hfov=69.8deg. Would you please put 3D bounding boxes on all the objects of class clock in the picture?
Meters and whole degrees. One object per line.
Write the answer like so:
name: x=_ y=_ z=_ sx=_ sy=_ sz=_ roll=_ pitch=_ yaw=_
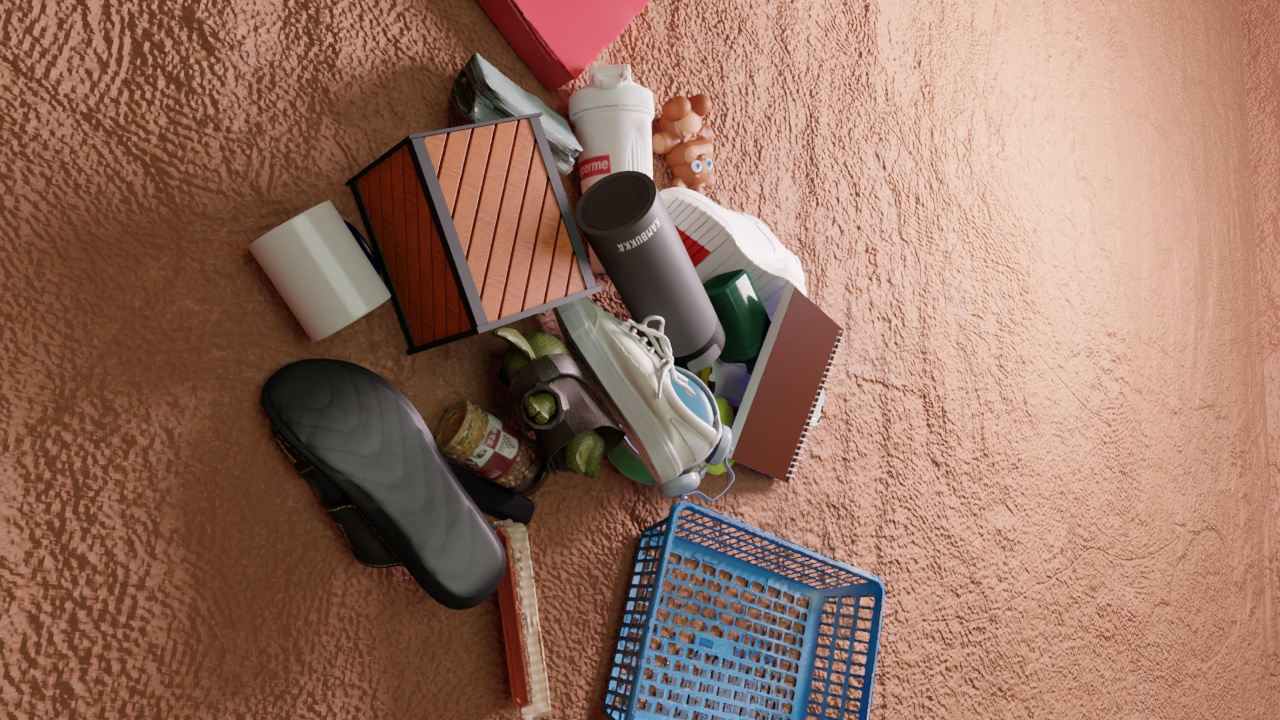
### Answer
clock: x=0.033 y=0.085 z=0.997 sx=0.161 sy=0.076 sz=0.121 roll=46 pitch=61 yaw=4

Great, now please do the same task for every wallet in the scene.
wallet: x=-0.125 y=-0.249 z=0.941 sx=0.131 sy=0.054 sz=0.100 roll=25 pitch=28 yaw=-33

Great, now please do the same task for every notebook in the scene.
notebook: x=0.179 y=0.036 z=1.110 sx=0.171 sy=0.022 sz=0.209 roll=28 pitch=82 yaw=-54

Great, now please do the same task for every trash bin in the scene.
trash bin: x=-0.156 y=-0.116 z=0.857 sx=0.139 sy=0.140 sz=0.172 roll=-23 pitch=97 yaw=-39

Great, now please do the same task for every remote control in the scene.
remote control: x=-0.161 y=0.127 z=0.894 sx=0.136 sy=0.015 sz=0.032 roll=30 pitch=65 yaw=-31

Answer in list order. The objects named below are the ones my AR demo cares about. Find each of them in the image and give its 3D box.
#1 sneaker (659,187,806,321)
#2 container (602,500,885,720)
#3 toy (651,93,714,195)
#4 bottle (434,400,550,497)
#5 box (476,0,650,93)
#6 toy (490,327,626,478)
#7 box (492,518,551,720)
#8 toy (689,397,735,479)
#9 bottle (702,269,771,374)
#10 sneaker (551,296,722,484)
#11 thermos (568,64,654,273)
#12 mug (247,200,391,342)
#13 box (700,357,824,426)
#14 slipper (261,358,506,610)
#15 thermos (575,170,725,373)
sneaker: x=0.107 y=-0.148 z=1.120 sx=0.236 sy=0.091 sz=0.104 roll=30 pitch=44 yaw=-23
container: x=0.119 y=0.329 z=1.039 sx=0.362 sy=0.089 sz=0.256 roll=27 pitch=67 yaw=-33
toy: x=0.060 y=-0.251 z=1.104 sx=0.094 sy=0.065 sz=0.128 roll=-21 pitch=101 yaw=-37
bottle: x=-0.142 y=0.086 z=0.890 sx=0.105 sy=0.056 sz=0.056 roll=34 pitch=63 yaw=-29
box: x=-0.078 y=-0.418 z=1.026 sx=0.153 sy=0.165 sz=0.214 roll=25 pitch=57 yaw=15
toy: x=-0.081 y=0.042 z=0.887 sx=0.152 sy=0.078 sz=0.179 roll=57 pitch=9 yaw=22
box: x=-0.116 y=0.246 z=0.878 sx=0.042 sy=0.083 sz=0.187 roll=-6 pitch=88 yaw=-28
toy: x=0.069 y=0.094 z=1.066 sx=0.115 sy=0.046 sz=0.092 roll=-21 pitch=96 yaw=-32
bottle: x=0.118 y=-0.035 z=1.079 sx=0.061 sy=0.061 sz=0.131 roll=-40 pitch=110 yaw=-39
sneaker: x=-0.005 y=0.005 z=0.927 sx=0.090 sy=0.090 sz=0.242 roll=-31 pitch=66 yaw=-11
thermos: x=-0.025 y=-0.209 z=1.009 sx=0.099 sy=0.100 sz=0.220 roll=-5 pitch=90 yaw=-39
mug: x=-0.272 y=-0.084 z=0.808 sx=0.097 sy=0.079 sz=0.111 roll=60 pitch=25 yaw=-15
box: x=0.159 y=0.008 z=1.166 sx=0.209 sy=0.036 sz=0.129 roll=16 pitch=70 yaw=-35
slipper: x=-0.225 y=0.109 z=0.809 sx=0.268 sy=0.076 sz=0.112 roll=49 pitch=58 yaw=-3
thermos: x=0.017 y=-0.081 z=0.951 sx=0.082 sy=0.082 sz=0.240 roll=-66 pitch=147 yaw=-26
